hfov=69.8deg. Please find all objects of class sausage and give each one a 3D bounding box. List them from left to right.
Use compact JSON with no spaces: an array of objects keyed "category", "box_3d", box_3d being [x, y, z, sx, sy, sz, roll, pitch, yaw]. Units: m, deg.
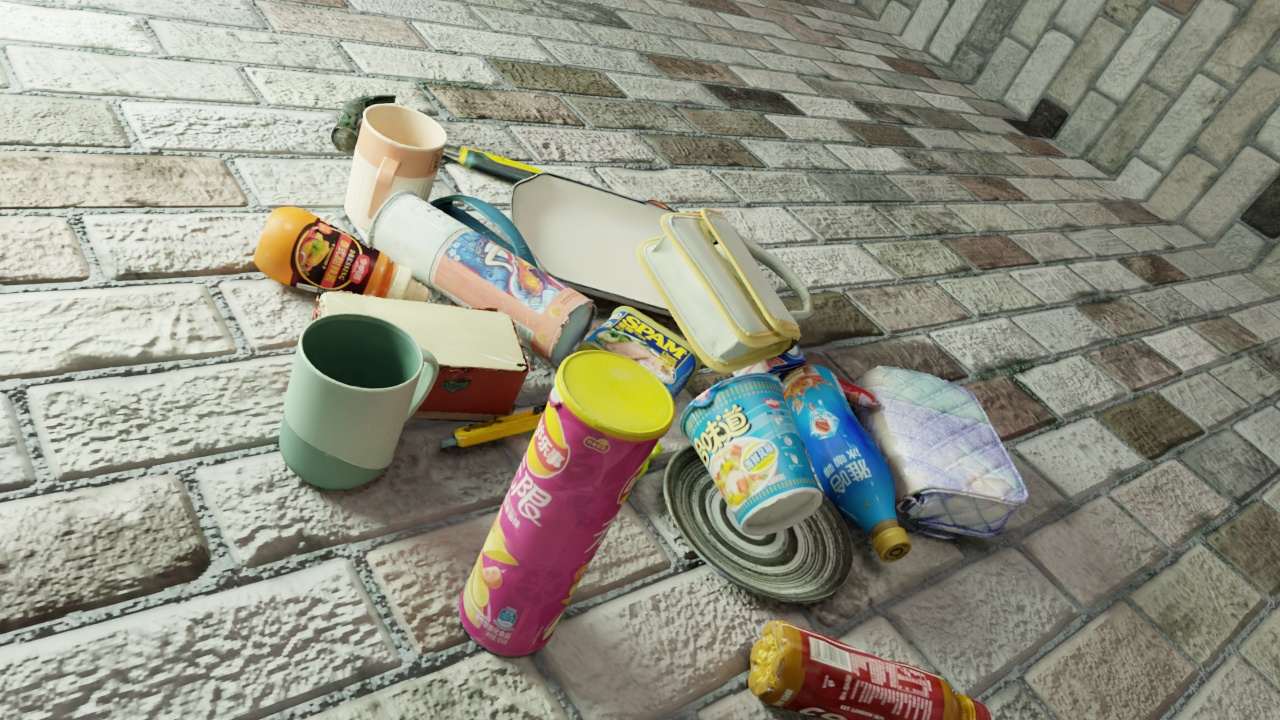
[{"category":"sausage","box_3d":[0.189,0.019,0.980,0.156,0.020,0.020,28,28,37]}]

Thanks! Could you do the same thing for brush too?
[{"category":"brush","box_3d":[-0.159,-0.119,0.916,0.144,0.074,0.055,38,31,17]}]

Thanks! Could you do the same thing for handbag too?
[{"category":"handbag","box_3d":[0.104,-0.081,0.922,0.178,0.063,0.163,-16,68,-42]},{"category":"handbag","box_3d":[0.298,0.094,0.938,0.134,0.076,0.193,13,34,-11]}]

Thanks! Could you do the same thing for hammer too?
[{"category":"hammer","box_3d":[-0.194,-0.242,1.097,0.323,0.032,0.126,16,36,-16]}]

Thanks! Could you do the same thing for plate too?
[{"category":"plate","box_3d":[-0.025,-0.118,1.009,0.265,0.034,0.161,13,50,-26]},{"category":"plate","box_3d":[0.098,0.137,0.789,0.179,0.024,0.179,17,36,-14]}]

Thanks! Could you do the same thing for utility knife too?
[{"category":"utility knife","box_3d":[-0.095,0.050,0.767,0.167,0.015,0.033,-13,15,-39]}]

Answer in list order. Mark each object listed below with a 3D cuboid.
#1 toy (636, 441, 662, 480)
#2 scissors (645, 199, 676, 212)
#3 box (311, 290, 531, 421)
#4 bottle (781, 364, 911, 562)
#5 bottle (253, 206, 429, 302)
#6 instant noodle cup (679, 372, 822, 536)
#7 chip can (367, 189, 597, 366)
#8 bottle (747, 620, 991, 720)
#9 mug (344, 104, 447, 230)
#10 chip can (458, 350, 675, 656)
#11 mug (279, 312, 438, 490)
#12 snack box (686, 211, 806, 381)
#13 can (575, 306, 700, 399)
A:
[{"category":"toy","box_3d":[-0.024,0.077,0.780,0.096,0.031,0.100,12,32,-16]},{"category":"scissors","box_3d":[0.001,-0.132,1.085,0.226,0.022,0.197,3,49,-33]},{"category":"box","box_3d":[-0.179,-0.009,0.750,0.168,0.077,0.091,5,40,-30]},{"category":"bottle","box_3d":[0.196,0.096,0.874,0.065,0.065,0.218,8,39,-25]},{"category":"bottle","box_3d":[-0.260,-0.082,0.814,0.149,0.067,0.066,22,33,-19]},{"category":"instant noodle cup","box_3d":[0.096,0.083,0.763,0.099,0.099,0.109,2,51,-33]},{"category":"chip can","box_3d":[-0.147,-0.077,0.848,0.215,0.071,0.071,32,34,14]},{"category":"bottle","box_3d":[0.167,0.241,0.663,0.175,0.058,0.057,21,34,-8]},{"category":"mug","box_3d":[-0.247,-0.180,0.908,0.081,0.106,0.114,17,35,-14]},{"category":"chip can","box_3d":[-0.052,0.096,0.572,0.071,0.211,0.071,18,33,-13]},{"category":"mug","box_3d":[-0.198,0.029,0.658,0.082,0.107,0.111,43,37,24]},{"category":"snack box","box_3d":[0.098,-0.063,0.984,0.057,0.058,0.207,-9,63,-36]},{"category":"can","box_3d":[-0.005,0.005,0.868,0.102,0.057,0.083,32,36,8]}]
